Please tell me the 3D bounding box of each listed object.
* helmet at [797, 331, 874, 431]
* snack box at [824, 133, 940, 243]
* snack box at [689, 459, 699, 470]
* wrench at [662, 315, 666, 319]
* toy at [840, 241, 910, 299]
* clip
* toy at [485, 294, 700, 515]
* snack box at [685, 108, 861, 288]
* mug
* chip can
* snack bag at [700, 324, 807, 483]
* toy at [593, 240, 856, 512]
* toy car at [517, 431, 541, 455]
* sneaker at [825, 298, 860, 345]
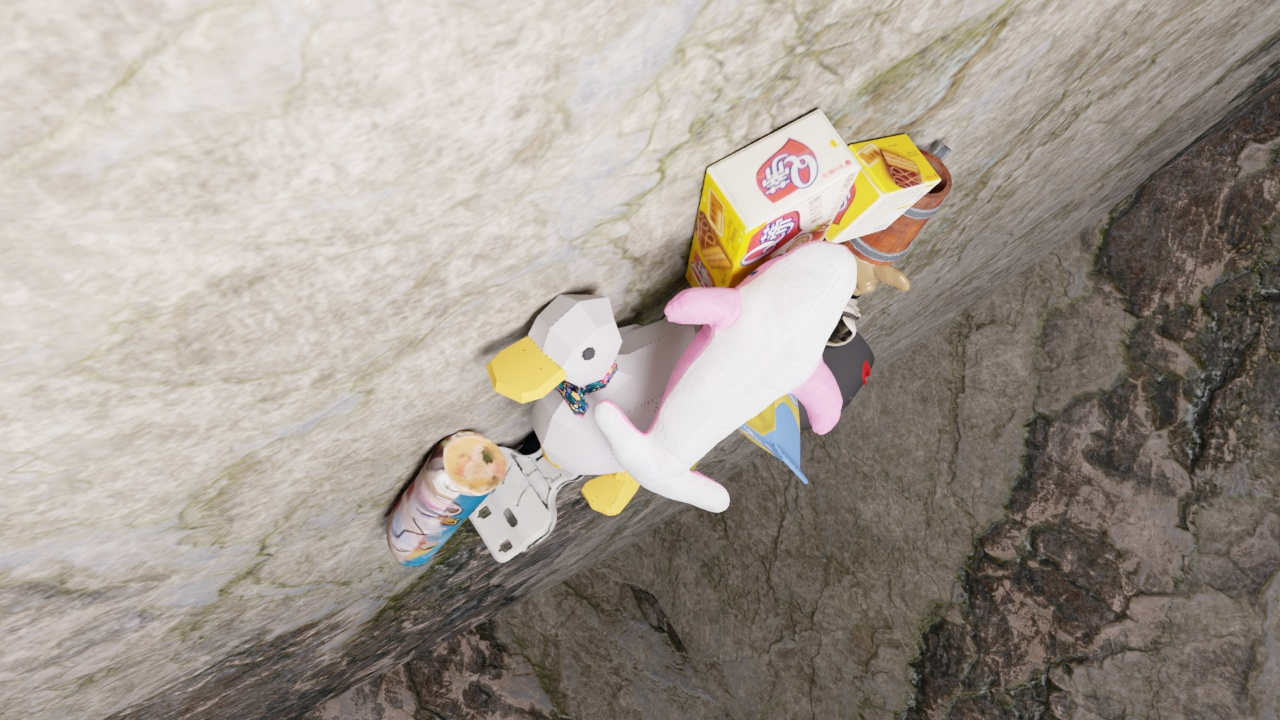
[{"bbox_3d":[0.221,0.015,1.288,0.170,0.164,0.265,-50,161,-4],"label":"helmet"},{"bbox_3d":[0.222,-0.167,0.894,0.105,0.061,0.084,-20,163,-41],"label":"snack box"},{"bbox_3d":[0.061,0.086,1.261,0.181,0.045,0.121,-61,149,-5],"label":"snack box"},{"bbox_3d":[-0.007,0.006,1.103,0.066,0.018,0.274,-22,162,-37],"label":"wrench"},{"bbox_3d":[0.266,-0.128,1.093,0.108,0.134,0.106,-55,159,-36],"label":"toy"},{"bbox_3d":[-0.137,0.151,1.098,0.151,0.125,0.092,-34,169,-10],"label":"clip"},{"bbox_3d":[-0.034,0.025,0.870,0.246,0.141,0.268,-31,148,-30],"label":"toy"},{"bbox_3d":[0.107,-0.117,0.813,0.110,0.061,0.230,-29,167,-9],"label":"snack box"},{"bbox_3d":[0.286,-0.177,0.997,0.117,0.081,0.111,-45,172,-32],"label":"mug"},{"bbox_3d":[-0.229,0.161,1.031,0.079,0.080,0.230,-21,163,-41],"label":"chip can"},{"bbox_3d":[0.136,0.045,1.090,0.102,0.205,0.159,-31,155,8],"label":"snack bag"},{"bbox_3d":[0.082,0.001,0.797,0.266,0.186,0.127,-50,-163,10],"label":"toy"},{"bbox_3d":[-0.121,0.103,1.149,0.112,0.034,0.046,-35,167,8],"label":"toy car"},{"bbox_3d":[0.247,-0.076,1.168,0.240,0.102,0.089,-31,169,-44],"label":"sneaker"}]
